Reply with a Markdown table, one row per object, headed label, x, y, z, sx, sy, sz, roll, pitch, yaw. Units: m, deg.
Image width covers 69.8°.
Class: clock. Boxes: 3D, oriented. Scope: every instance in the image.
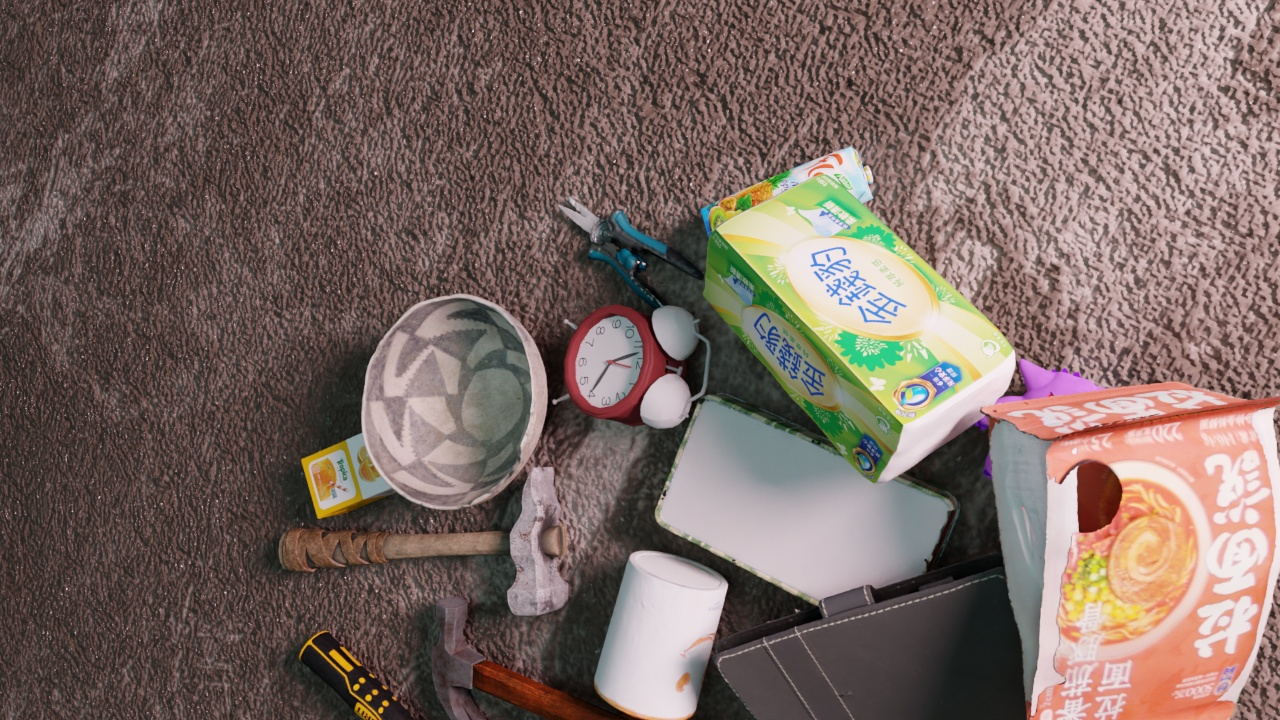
| label | x | y | z | sx | sy | sz | roll | pitch | yaw |
| --- | --- | --- | --- | --- | --- | --- | --- | --- | --- |
| clock | -0.004 | 0.004 | 0.725 | 0.138 | 0.048 | 0.096 | 1 | 80 | 38 |

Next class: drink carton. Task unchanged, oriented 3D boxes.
| label | x | y | z | sx | sy | sz | roll | pitch | yaw |
| --- | --- | --- | --- | --- | --- | --- | --- | --- | --- |
| drink carton | 0.111 | -0.119 | 0.696 | 0.129 | 0.038 | 0.044 | -20 | 82 | 23 |
| drink carton | -0.249 | 0.098 | 0.852 | 0.123 | 0.040 | 0.058 | -23 | 80 | 22 |

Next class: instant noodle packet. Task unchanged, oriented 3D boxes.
| label | x | y | z | sx | sy | sz | roll | pitch | yaw |
| --- | --- | --- | --- | --- | --- | --- | --- | --- | --- |
| instant noodle packet | 0.299 | 0.131 | 0.559 | 0.164 | 0.084 | 0.221 | -6 | 98 | -18 |

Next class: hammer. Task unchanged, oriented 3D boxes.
| label | x | y | z | sx | sy | sz | roll | pitch | yaw |
| --- | --- | --- | --- | --- | --- | --- | --- | --- | --- |
| hammer | -0.206 | 0.167 | 0.833 | 0.319 | 0.048 | 0.121 | -7 | 82 | 25 |
| hammer | -0.193 | 0.354 | 0.825 | 0.321 | 0.036 | 0.123 | 32 | 117 | 22 |
| hammer | -0.058 | 0.285 | 0.743 | 0.301 | 0.028 | 0.111 | 8 | 98 | 35 |

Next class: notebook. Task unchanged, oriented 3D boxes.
| label | x | y | z | sx | sy | sz | roll | pitch | yaw |
| --- | --- | --- | --- | --- | --- | --- | --- | --- | --- |
| notebook | 0.175 | 0.222 | 0.632 | 0.209 | 0.029 | 0.169 | -24 | 111 | 19 |

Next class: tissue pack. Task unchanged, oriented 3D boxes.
| label | x | y | z | sx | sy | sz | roll | pitch | yaw |
| --- | --- | --- | --- | --- | --- | --- | --- | --- | --- |
| tissue pack | 0.138 | -0.007 | 0.636 | 0.120 | 0.142 | 0.197 | -23 | 59 | -16 |

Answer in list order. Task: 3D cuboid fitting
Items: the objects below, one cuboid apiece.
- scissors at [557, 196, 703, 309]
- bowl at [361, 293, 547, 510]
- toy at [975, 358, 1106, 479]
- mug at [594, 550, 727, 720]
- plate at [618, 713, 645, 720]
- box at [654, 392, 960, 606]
| label | x | y | z | sx | sy | sz | roll | pitch | yaw |
| --- | --- | --- | --- | --- | --- | --- | --- | --- | --- |
| scissors | -0.012 | -0.087 | 0.761 | 0.126 | 0.019 | 0.144 | -13 | 82 | 24 |
| bowl | -0.146 | 0.037 | 0.784 | 0.179 | 0.081 | 0.178 | -4 | 81 | 24 |
| toy | 0.277 | 0.048 | 0.613 | 0.106 | 0.056 | 0.088 | 19 | 93 | 13 |
| mug | 0.016 | 0.212 | 0.712 | 0.082 | 0.082 | 0.105 | 16 | 95 | 23 |
| plate | -0.004 | 0.355 | 0.749 | 0.131 | 0.025 | 0.131 | 0 | 89 | 24 |
| box | 0.121 | 0.111 | 0.685 | 0.206 | 0.050 | 0.118 | 22 | 95 | 22 |
